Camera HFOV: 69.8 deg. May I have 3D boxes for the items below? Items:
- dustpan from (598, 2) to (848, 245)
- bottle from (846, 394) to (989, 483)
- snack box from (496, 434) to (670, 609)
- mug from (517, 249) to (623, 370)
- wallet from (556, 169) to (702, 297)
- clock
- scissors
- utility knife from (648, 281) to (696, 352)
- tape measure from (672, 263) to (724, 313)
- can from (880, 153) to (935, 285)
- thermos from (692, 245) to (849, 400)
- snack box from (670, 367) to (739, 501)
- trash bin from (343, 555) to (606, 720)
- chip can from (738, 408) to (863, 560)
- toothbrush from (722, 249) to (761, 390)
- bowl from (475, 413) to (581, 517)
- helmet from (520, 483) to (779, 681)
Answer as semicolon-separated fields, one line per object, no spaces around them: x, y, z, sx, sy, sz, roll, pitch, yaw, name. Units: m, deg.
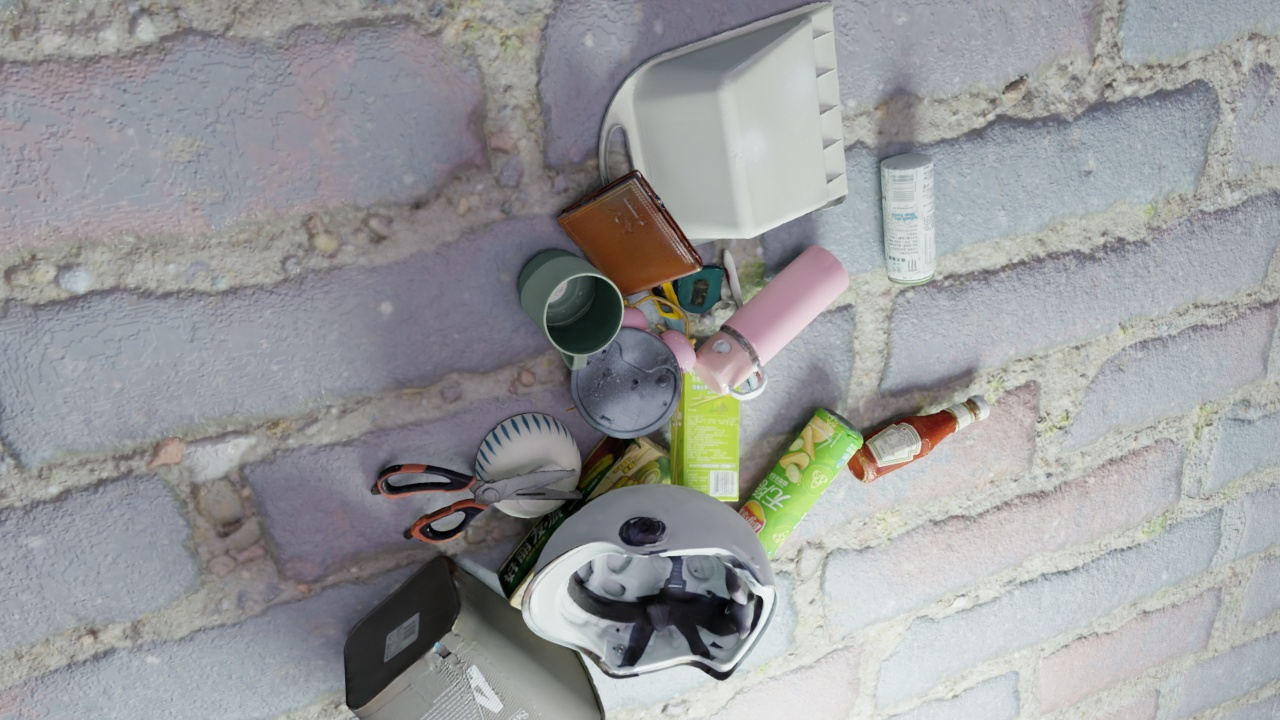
0.089;-0.236;0.972;0.256;0.143;0.223;-37;126;-40;dustpan
0.367;0.097;1.208;0.205;0.060;0.060;-22;118;-15;bottle
-0.048;0.196;1.063;0.114;0.063;0.240;35;94;-32;snack box
-0.073;-0.049;0.922;0.082;0.106;0.112;-11;115;-21;mug
-0.010;-0.123;0.928;0.101;0.032;0.124;-22;121;32;wallet
-0.006;0.006;0.982;0.117;0.060;0.158;28;93;-1;clock
-0.172;0.146;0.961;0.197;0.015;0.214;30;120;-13;scissors
0.023;-0.078;0.991;0.218;0.033;0.015;65;36;-36;utility knife
0.064;-0.079;1.018;0.058;0.025;0.054;-4;112;-22;tape measure
0.314;-0.164;1.072;0.058;0.058;0.147;-19;118;-16;can
0.150;-0.038;1.020;0.198;0.087;0.067;-42;150;-16;thermos
0.074;0.082;1.046;0.085;0.026;0.156;5;84;-37;snack box
-0.188;0.354;1.000;0.199;0.198;0.220;-41;116;-3;trash bin
0.188;0.161;1.147;0.072;0.072;0.221;35;94;-31;chip can
0.116;-0.044;1.062;0.017;0.016;0.188;-20;119;-4;toothbrush
-0.116;0.123;1.000;0.116;0.066;0.117;-9;115;-20;bowl
0.013;0.214;0.964;0.258;0.145;0.229;4;130;0;helmet
